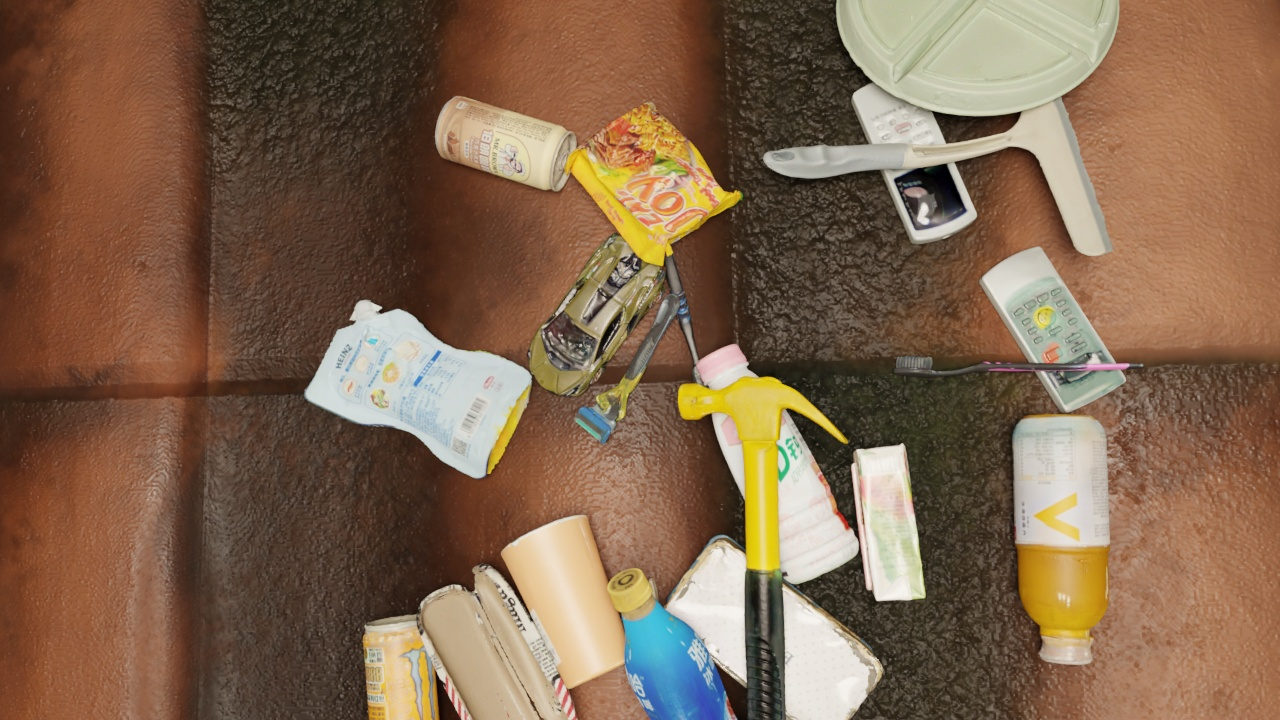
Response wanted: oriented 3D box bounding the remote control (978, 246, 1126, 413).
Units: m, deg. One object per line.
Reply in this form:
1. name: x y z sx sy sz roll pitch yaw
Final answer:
1. remote control: 0.338 -0.027 0.758 0.056 0.019 0.135 -29 80 4

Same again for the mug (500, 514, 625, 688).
1. mug: -0.057 0.198 0.751 0.078 0.078 0.122 -26 72 4

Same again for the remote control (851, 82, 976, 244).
1. remote control: 0.235 -0.175 0.790 0.058 0.021 0.150 -22 80 5

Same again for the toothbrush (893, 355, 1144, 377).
1. toothbrush: 0.304 0.003 0.749 0.189 0.014 0.017 -1 74 19

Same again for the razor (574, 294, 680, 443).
1. razor: -0.005 0.005 0.802 0.043 0.022 0.143 33 93 39

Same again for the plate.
1. plate: 0.281 -0.306 0.767 0.230 0.027 0.229 -2 68 6

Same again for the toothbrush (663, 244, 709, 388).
1. toothbrush: 0.034 -0.056 0.808 0.014 0.016 0.189 -16 81 8

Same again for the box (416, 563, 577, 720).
1. box: -0.114 0.251 0.763 0.087 0.075 0.162 -41 74 35

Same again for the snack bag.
1. snack bag: -0.199 0.022 0.822 0.191 0.039 0.110 24 93 12

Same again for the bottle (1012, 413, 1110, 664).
1. bottle: 0.329 0.137 0.716 0.068 0.068 0.189 0 83 8

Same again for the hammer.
1. hammer: 0.095 0.161 0.701 0.129 0.032 0.300 -2 85 16

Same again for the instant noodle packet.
1. instant noodle packet: 0.011 -0.155 0.795 0.110 0.044 0.128 -38 80 -22

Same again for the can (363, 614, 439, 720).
1. can: -0.201 0.295 0.780 0.058 0.058 0.146 -8 83 7

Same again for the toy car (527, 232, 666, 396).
1. toy car: -0.039 -0.039 0.805 0.070 0.042 0.158 35 92 11

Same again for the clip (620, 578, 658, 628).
1. clip: 0.007 0.238 0.772 0.072 0.034 0.100 -23 72 5

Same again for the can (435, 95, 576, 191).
1. can: -0.121 -0.194 0.824 0.116 0.058 0.058 19 86 10

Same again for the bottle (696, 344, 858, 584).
1. bottle: 0.106 0.082 0.755 0.068 0.068 0.197 -27 80 4

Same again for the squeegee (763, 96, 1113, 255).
1. squeegee: 0.224 -0.172 0.757 0.246 0.039 0.246 -7 66 3

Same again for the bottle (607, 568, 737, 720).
1. bottle: 0.031 0.255 0.705 0.065 0.065 0.219 -24 107 5

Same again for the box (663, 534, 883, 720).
1. box: 0.100 0.220 0.745 0.184 0.062 0.090 39 89 12

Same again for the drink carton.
1. drink carton: 0.199 0.131 0.744 0.045 0.053 0.122 -7 83 11
